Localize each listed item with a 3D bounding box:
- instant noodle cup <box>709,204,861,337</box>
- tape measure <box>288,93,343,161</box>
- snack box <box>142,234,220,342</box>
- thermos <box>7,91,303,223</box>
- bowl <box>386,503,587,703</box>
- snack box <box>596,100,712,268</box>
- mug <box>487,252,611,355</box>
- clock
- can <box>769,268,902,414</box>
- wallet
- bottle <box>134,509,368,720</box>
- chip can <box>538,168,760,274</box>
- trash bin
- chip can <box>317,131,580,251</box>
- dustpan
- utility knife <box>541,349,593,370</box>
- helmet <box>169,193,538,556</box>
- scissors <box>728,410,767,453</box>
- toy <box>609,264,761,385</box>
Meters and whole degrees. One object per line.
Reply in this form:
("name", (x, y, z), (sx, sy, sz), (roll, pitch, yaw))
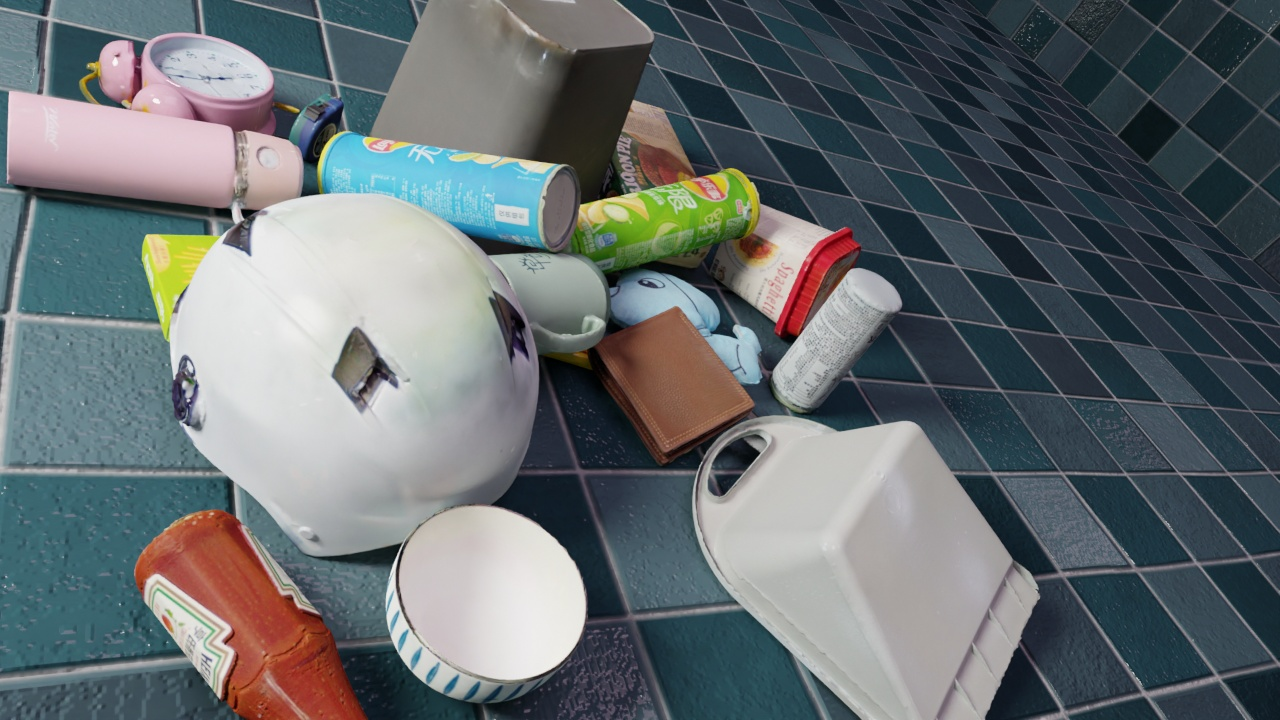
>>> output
("instant noodle cup", (0.152, -0.104, 0.987), (0.124, 0.117, 0.116), (34, 34, 21))
("tape measure", (-0.292, -0.207, 0.822), (0.025, 0.058, 0.054), (31, 40, -2))
("snack box", (-0.277, -0.056, 0.684), (0.156, 0.026, 0.085), (-5, 49, -39))
("thermos", (-0.364, -0.144, 0.699), (0.198, 0.067, 0.087), (4, 76, -35))
("bowl", (-0.097, 0.151, 0.544), (0.116, 0.066, 0.116), (20, 39, -17))
("snack box", (-0.002, -0.209, 1.028), (0.114, 0.063, 0.239), (7, 43, -29))
("mug", (-0.074, -0.039, 0.730), (0.106, 0.082, 0.112), (-8, 33, -45))
("clock", (-0.383, -0.223, 0.772), (0.117, 0.060, 0.158), (45, 40, 18))
("can", (0.182, -0.017, 0.869), (0.058, 0.147, 0.058), (19, 38, -16))
("wallet", (0.026, 0.017, 0.785), (0.101, 0.032, 0.124), (-26, 68, -27))
("bottle", (-0.180, 0.167, 0.474), (0.206, 0.060, 0.059), (44, 38, 15))
("chip can", (0.008, -0.129, 0.875), (0.220, 0.073, 0.072), (-19, 58, -29))
("trash bin", (-0.119, -0.240, 0.851), (0.198, 0.220, 0.198), (43, 39, 16))
("chip can", (-0.158, -0.141, 0.757), (0.210, 0.071, 0.071), (12, 32, 18))
("dustpan", (0.170, 0.160, 0.739), (0.222, 0.143, 0.258), (-41, 105, -40))
("utility knife", (-0.005, 0.005, 0.819), (0.218, 0.015, 0.033), (16, 40, -20))
("helmet", (-0.172, -0.019, 0.592), (0.228, 0.146, 0.258), (-19, 66, -44))
("scissors", (0.170, 0.109, 0.804), (0.213, 0.015, 0.197), (5, 47, -29))
("toy", (0.038, -0.037, 0.869), (0.161, 0.050, 0.156), (2, 44, -31))
